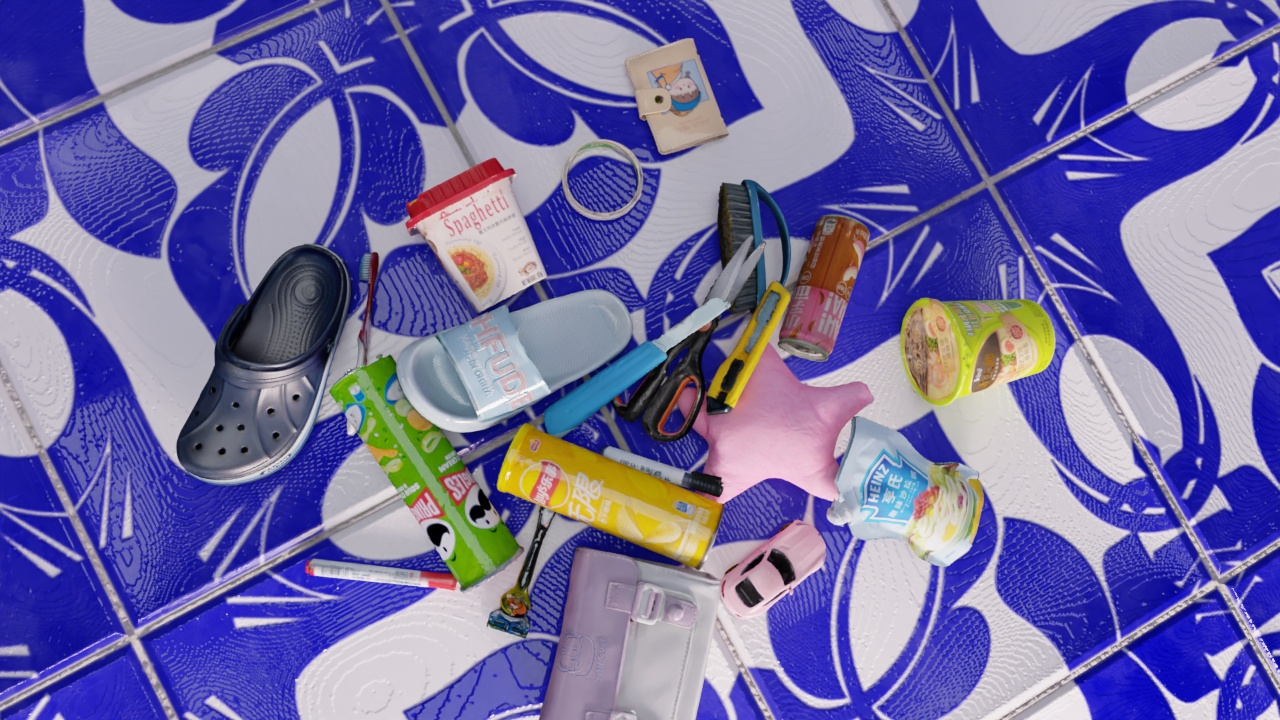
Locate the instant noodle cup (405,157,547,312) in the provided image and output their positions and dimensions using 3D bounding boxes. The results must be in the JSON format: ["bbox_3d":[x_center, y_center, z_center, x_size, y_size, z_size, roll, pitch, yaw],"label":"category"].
[{"bbox_3d":[-0.157,-0.119,0.906,0.116,0.117,0.124,-30,98,-9],"label":"instant noodle cup"}]

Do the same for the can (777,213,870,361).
[{"bbox_3d":[0.192,-0.076,0.958,0.058,0.058,0.147,20,81,-3],"label":"can"}]

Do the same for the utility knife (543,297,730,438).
[{"bbox_3d":[-0.005,0.005,0.917,0.225,0.018,0.034,-35,79,8],"label":"utility knife"}]

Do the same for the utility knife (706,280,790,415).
[{"bbox_3d":[0.106,-0.013,0.907,0.033,0.015,0.156,22,77,28],"label":"utility knife"}]

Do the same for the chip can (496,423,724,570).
[{"bbox_3d":[-0.029,0.133,0.892,0.213,0.072,0.072,22,81,3],"label":"chip can"}]

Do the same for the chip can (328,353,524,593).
[{"bbox_3d":[-0.206,0.106,0.880,0.072,0.072,0.236,-34,91,-9],"label":"chip can"}]

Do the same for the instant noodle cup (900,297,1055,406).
[{"bbox_3d":[0.353,-0.018,0.949,0.123,0.112,0.111,-9,84,-15],"label":"instant noodle cup"}]

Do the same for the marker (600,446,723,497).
[{"bbox_3d":[0.021,0.109,0.915,0.131,0.018,0.023,16,102,19],"label":"marker"}]

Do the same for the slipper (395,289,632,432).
[{"bbox_3d":[-0.111,-0.008,0.890,0.244,0.074,0.104,-22,85,-24],"label":"slipper"}]

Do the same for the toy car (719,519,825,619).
[{"bbox_3d":[0.135,0.211,0.928,0.122,0.037,0.056,-36,89,-10],"label":"toy car"}]

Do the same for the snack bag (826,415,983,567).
[{"bbox_3d":[0.264,0.135,0.912,0.191,0.039,0.110,23,91,-29],"label":"snack bag"}]

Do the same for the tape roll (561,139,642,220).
[{"bbox_3d":[-0.040,-0.191,0.971,0.086,0.014,0.085,1,83,-6],"label":"tape roll"}]

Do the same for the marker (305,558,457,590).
[{"bbox_3d":[-0.253,0.209,0.898,0.145,0.017,0.017,8,82,-5],"label":"marker"}]

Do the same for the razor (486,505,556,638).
[{"bbox_3d":[-0.109,0.202,0.911,0.042,0.022,0.142,20,81,-5],"label":"razor"}]

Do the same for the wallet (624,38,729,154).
[{"bbox_3d":[0.036,-0.282,0.987,0.087,0.024,0.115,-19,86,-13],"label":"wallet"}]

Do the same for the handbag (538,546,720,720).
[{"bbox_3d":[-0.012,0.288,0.877,0.145,0.098,0.197,12,81,1],"label":"handbag"}]

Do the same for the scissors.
[{"bbox_3d":[0.044,-0.033,0.925,0.153,0.021,0.234,9,83,24],"label":"scissors"}]

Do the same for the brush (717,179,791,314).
[{"bbox_3d":[0.120,-0.119,0.957,0.073,0.055,0.143,-3,83,-5],"label":"brush"}]

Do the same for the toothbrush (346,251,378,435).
[{"bbox_3d":[-0.283,-0.018,0.924,0.017,0.016,0.187,4,83,11],"label":"toothbrush"}]

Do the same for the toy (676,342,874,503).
[{"bbox_3d":[0.135,0.056,0.917,0.195,0.074,0.178,-8,84,12],"label":"toy"}]

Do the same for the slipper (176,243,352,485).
[{"bbox_3d":[-0.352,0.003,0.876,0.105,0.095,0.252,23,78,0],"label":"slipper"}]
